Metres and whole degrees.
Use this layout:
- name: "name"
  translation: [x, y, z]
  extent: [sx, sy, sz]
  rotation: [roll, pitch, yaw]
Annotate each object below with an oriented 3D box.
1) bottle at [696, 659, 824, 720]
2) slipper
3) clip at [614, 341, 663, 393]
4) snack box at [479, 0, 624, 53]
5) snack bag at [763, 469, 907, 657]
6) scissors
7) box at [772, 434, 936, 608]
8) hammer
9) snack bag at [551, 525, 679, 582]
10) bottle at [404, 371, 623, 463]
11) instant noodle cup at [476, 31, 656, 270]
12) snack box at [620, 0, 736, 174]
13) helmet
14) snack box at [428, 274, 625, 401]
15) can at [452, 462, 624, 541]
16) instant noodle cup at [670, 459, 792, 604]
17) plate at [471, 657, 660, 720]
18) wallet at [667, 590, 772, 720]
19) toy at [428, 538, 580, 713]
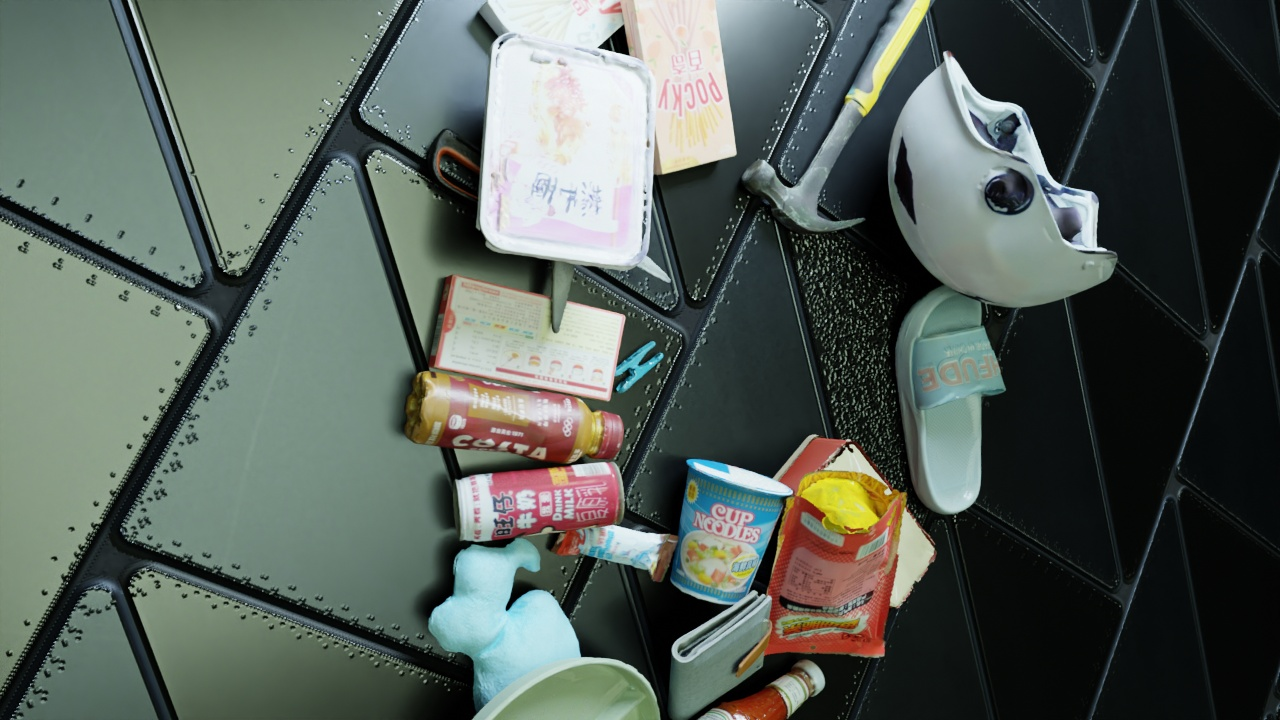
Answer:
- name: "bottle"
  translation: [0.094, 0.338, 0.841]
  extent: [0.205, 0.060, 0.060]
  rotation: [-21, 101, -38]
- name: "slipper"
  translation: [0.326, 0.041, 0.952]
  extent: [0.104, 0.074, 0.245]
  rotation: [-5, 95, -26]
- name: "clip"
  translation: [-0.004, 0.006, 0.818]
  extent: [0.056, 0.014, 0.046]
  rotation: [-40, 106, -19]
- name: "snack box"
  translation: [-0.053, -0.310, 0.778]
  extent: [0.156, 0.027, 0.084]
  rotation: [-47, 110, -17]
- name: "snack bag"
  translation: [0.175, 0.201, 0.840]
  extent: [0.128, 0.073, 0.208]
  rotation: [-3, 123, -6]
- name: "scissors"
  translation: [-0.062, -0.139, 0.770]
  extent: [0.230, 0.022, 0.220]
  rotation: [30, 74, -17]
- name: "box"
  translation: [0.212, 0.160, 0.895]
  extent: [0.091, 0.078, 0.168]
  rotation: [-46, 109, -19]
- name: "hammer"
  translation: [0.223, -0.264, 0.915]
  extent: [0.126, 0.032, 0.322]
  rotation: [37, 75, -23]
- name: "snack bag"
  translation: [-0.021, 0.160, 0.797]
  extent: [0.104, 0.026, 0.048]
  rotation: [20, 93, -7]
- name: "bottle"
  translation: [-0.099, 0.050, 0.746]
  extent: [0.174, 0.057, 0.057]
  rotation: [11, 86, -27]
- name: "instant noodle cup"
  translation: [-0.062, -0.158, 0.727]
  extent: [0.138, 0.060, 0.173]
  rotation: [6, 83, -21]
- name: "snack box"
  translation: [0.035, -0.250, 0.807]
  extent: [0.084, 0.026, 0.157]
  rotation: [-21, 110, -27]
- name: "helmet"
  translation: [0.327, -0.155, 0.893]
  extent: [0.258, 0.146, 0.228]
  rotation: [42, 33, -11]
- name: "snack box"
  translation: [-0.092, -0.017, 0.765]
  extent: [0.155, 0.027, 0.077]
  rotation: [13, 85, -27]
- name: "can"
  translation: [-0.084, 0.115, 0.749]
  extent: [0.132, 0.053, 0.053]
  rotation: [-4, 93, -17]
- name: "instant noodle cup"
  translation: [0.075, 0.155, 0.822]
  extent: [0.099, 0.099, 0.110]
  rotation: [13, 93, -26]
- name: "plate"
  translation: [-0.077, 0.347, 0.750]
  extent: [0.229, 0.027, 0.230]
  rotation: [-14, 112, -38]
- name: "wallet"
  translation: [0.073, 0.265, 0.811]
  extent: [0.106, 0.037, 0.130]
  rotation: [-26, 142, -22]
- name: "toy"
  translation: [-0.104, 0.231, 0.753]
  extent: [0.156, 0.050, 0.161]
  rotation: [28, 77, -28]
